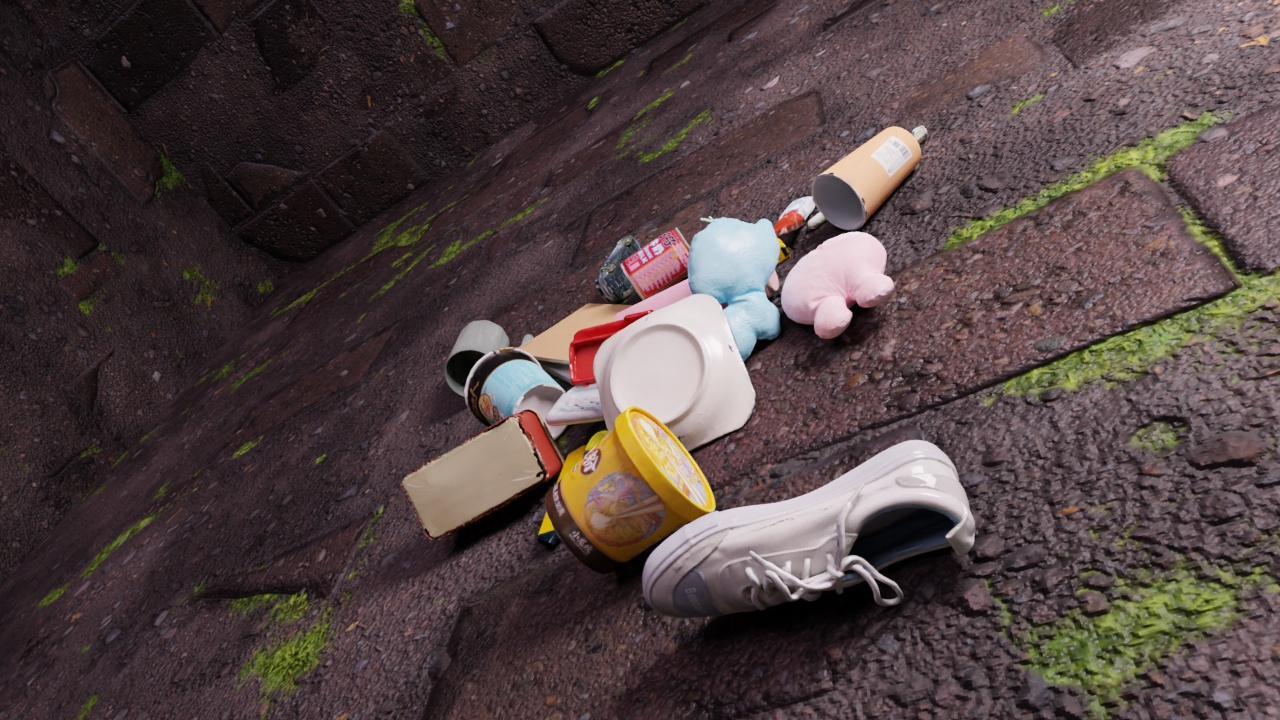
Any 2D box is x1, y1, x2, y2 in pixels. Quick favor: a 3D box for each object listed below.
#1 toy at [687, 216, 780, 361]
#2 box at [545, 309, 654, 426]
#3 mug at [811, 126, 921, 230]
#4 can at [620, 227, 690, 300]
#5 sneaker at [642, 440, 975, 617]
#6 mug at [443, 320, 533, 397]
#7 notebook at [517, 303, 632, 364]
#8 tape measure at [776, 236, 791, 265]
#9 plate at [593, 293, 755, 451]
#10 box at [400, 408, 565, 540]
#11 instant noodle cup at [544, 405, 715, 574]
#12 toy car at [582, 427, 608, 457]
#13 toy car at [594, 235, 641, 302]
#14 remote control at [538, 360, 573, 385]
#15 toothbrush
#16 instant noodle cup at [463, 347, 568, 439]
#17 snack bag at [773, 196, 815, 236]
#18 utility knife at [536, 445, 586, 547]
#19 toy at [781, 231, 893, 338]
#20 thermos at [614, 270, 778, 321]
[{"bbox_3d":[0.100,-0.087,0.996,0.161,0.156,0.050,-35,-4,-19],"label":"toy"},{"bbox_3d":[-0.003,0.012,1.036,0.202,0.065,0.159,-10,47,29],"label":"box"},{"bbox_3d":[0.271,-0.220,1.085,0.122,0.078,0.078,-41,24,-19],"label":"mug"},{"bbox_3d":[0.028,-0.131,1.257,0.094,0.066,0.066,-34,25,7],"label":"can"},{"bbox_3d":[0.116,0.143,0.645,0.242,0.089,0.090,-25,31,11],"label":"sneaker"},{"bbox_3d":[-0.223,-0.005,1.372,0.124,0.084,0.103,-5,29,4],"label":"mug"},{"bbox_3d":[-0.069,-0.038,1.250,0.149,0.012,0.212,-35,23,-28],"label":"notebook"},{"bbox_3d":[0.153,-0.135,1.143,0.057,0.029,0.060,-34,24,9],"label":"tape measure"},{"bbox_3d":[0.023,0.018,0.940,0.164,0.034,0.163,-28,61,19],"label":"plate"},{"bbox_3d":[-0.180,0.127,1.025,0.168,0.091,0.077,-30,-4,16],"label":"box"},{"bbox_3d":[-0.013,0.120,0.821,0.114,0.118,0.118,-40,23,13],"label":"instant noodle cup"},{"bbox_3d":[-0.030,0.087,0.993,0.048,0.032,0.105,-4,38,51],"label":"toy car"},{"bbox_3d":[-0.029,-0.135,1.355,0.037,0.054,0.120,-14,32,37],"label":"toy car"},{"bbox_3d":[-0.092,0.002,1.239,0.056,0.019,0.135,-43,25,-14],"label":"remote control"},{"bbox_3d":[0.282,-0.226,1.145,0.189,0.029,0.020,-40,65,-3],"label":"toothbrush"},{"bbox_3d":[-0.146,0.049,1.136,0.111,0.111,0.120,-43,31,-13],"label":"instant noodle cup"},{"bbox_3d":[0.198,-0.186,1.163,0.048,0.026,0.103,-17,17,29],"label":"snack bag"},{"bbox_3d":[-0.079,0.144,0.978,0.033,0.015,0.153,-18,29,23],"label":"utility knife"},{"bbox_3d":[0.202,-0.075,0.941,0.121,0.054,0.159,-38,23,16],"label":"toy"},{"bbox_3d":[0.064,-0.075,1.097,0.199,0.067,0.087,-26,62,26],"label":"thermos"}]
